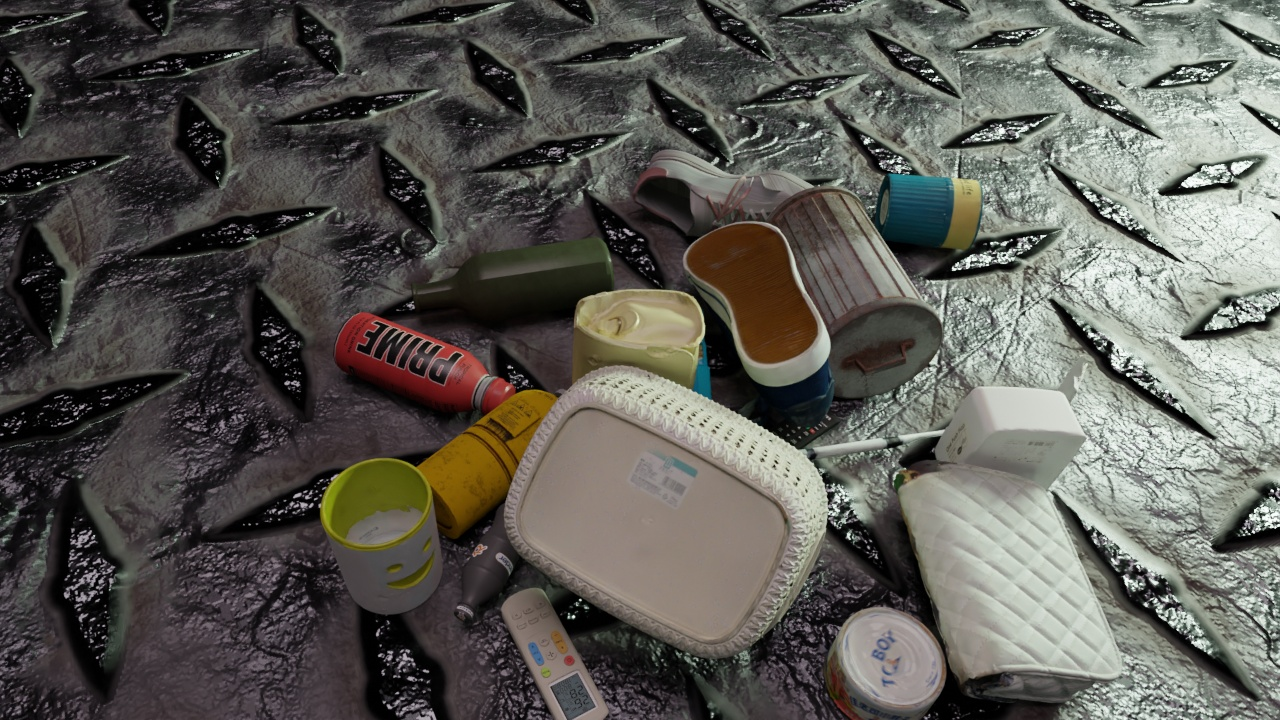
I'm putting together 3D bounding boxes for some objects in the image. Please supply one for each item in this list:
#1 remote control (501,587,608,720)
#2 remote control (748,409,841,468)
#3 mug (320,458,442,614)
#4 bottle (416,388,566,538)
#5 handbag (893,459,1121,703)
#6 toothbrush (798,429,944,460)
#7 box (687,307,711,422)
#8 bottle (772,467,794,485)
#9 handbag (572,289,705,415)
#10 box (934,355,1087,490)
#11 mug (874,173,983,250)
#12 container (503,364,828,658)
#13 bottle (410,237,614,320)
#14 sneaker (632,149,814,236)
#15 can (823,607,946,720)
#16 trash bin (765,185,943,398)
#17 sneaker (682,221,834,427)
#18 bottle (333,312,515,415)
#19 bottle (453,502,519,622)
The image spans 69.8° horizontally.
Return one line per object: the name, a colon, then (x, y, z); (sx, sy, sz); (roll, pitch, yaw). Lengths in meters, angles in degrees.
remote control: (-0.069, 0.233, 0.715); (0.038, 0.018, 0.125); (-21, 53, -22)
remote control: (0.133, 0.080, 0.874); (0.146, 0.015, 0.033); (-29, 56, -27)
mug: (-0.202, 0.141, 0.729); (0.082, 0.106, 0.082); (2, 48, -3)
bottle: (-0.122, 0.080, 0.816); (0.071, 0.071, 0.163); (34, 54, 24)
handbag: (0.289, 0.180, 0.749); (0.138, 0.073, 0.194); (13, 44, -18)
toothbrush: (0.231, 0.082, 0.875); (0.186, 0.012, 0.017); (-6, 51, -15)
box: (0.021, 0.033, 0.896); (0.094, 0.039, 0.226); (1, 46, -1)
bottle: (0.108, 0.129, 0.810); (0.041, 0.041, 0.115); (27, 51, 19)
handbag: (-0.005, 0.005, 0.813); (0.111, 0.119, 0.081); (0, 47, -5)
box: (0.362, 0.065, 0.845); (0.188, 0.112, 0.101); (-12, 53, -21)
mug: (0.339, -0.180, 1.097); (0.107, 0.083, 0.113); (5, 19, 4)
container: (0.017, 0.114, 0.699); (0.251, 0.143, 0.184); (27, 90, 9)
bottle: (-0.134, -0.081, 0.964); (0.206, 0.072, 0.071); (-10, 49, -13)
sneaker: (0.096, -0.172, 1.053); (0.236, 0.099, 0.089); (18, 47, 21)
can: (0.189, 0.239, 0.713); (0.086, 0.043, 0.086); (3, 46, -3)
trash bin: (0.211, -0.068, 0.941); (0.130, 0.131, 0.210); (-6, 47, -10)
sneaker: (0.117, -0.033, 0.902); (0.121, 0.127, 0.294); (-25, 36, 4)
bottle: (-0.204, 0.010, 0.881); (0.177, 0.062, 0.062); (20, 49, 14)
bottle: (-0.122, 0.166, 0.760); (0.036, 0.036, 0.109); (17, 48, 11)
